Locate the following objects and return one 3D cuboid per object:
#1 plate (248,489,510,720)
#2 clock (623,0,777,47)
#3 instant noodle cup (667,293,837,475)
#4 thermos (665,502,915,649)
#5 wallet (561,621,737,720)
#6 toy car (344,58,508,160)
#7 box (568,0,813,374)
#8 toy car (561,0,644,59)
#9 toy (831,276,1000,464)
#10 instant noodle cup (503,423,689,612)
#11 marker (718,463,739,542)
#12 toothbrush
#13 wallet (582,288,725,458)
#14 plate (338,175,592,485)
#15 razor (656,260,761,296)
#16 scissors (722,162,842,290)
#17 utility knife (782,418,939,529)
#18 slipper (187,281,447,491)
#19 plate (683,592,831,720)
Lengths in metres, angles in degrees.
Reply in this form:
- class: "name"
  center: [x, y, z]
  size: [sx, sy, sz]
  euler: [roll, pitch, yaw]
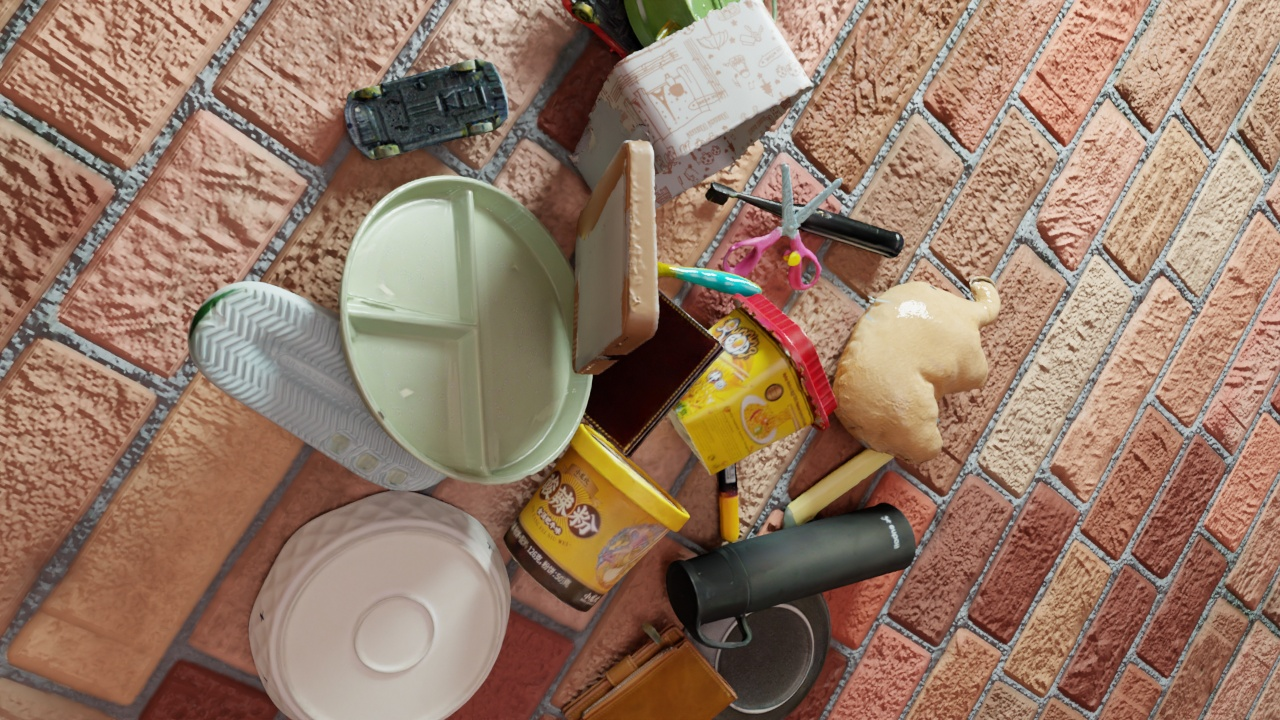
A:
- class: "plate"
  center: [-0.198, 0.209, 0.726]
  size: [0.204, 0.045, 0.205]
  euler: [-5, 101, -24]
- class: "clock"
  center: [0.057, -0.298, 0.741]
  size: [0.160, 0.056, 0.116]
  euler: [-15, 102, -42]
- class: "instant noodle cup"
  center: [0.084, 0.024, 0.788]
  size: [0.123, 0.116, 0.116]
  euler: [-33, 127, -5]
- class: "thermos"
  center: [0.146, 0.203, 0.863]
  size: [0.242, 0.069, 0.090]
  euler: [-10, 77, -25]
- class: "wallet"
  center: [0.007, 0.310, 0.836]
  size: [0.130, 0.035, 0.119]
  euler: [-37, 108, -2]
- class: "toy car"
  center: [-0.158, -0.187, 0.684]
  size: [0.120, 0.037, 0.054]
  euler: [-18, 107, -11]
- class: "box"
  center: [0.005, -0.128, 0.674]
  size: [0.132, 0.179, 0.271]
  euler: [30, 75, -9]
- class: "toy car"
  center: [-0.017, -0.274, 0.736]
  size: [0.106, 0.031, 0.049]
  euler: [29, 82, -38]
- class: "toy"
  center: [0.273, -0.013, 0.890]
  size: [0.143, 0.083, 0.225]
  euler: [41, 77, -15]
- class: "instant noodle cup"
  center: [-0.041, 0.131, 0.751]
  size: [0.118, 0.118, 0.114]
  euler: [42, 89, -25]
- class: "marker"
  center: [0.081, 0.109, 0.857]
  size: [0.018, 0.015, 0.124]
  euler: [-7, 99, -26]
- class: "toothbrush"
  center: [0.153, -0.130, 0.845]
  size: [0.212, 0.027, 0.026]
  euler: [11, 49, -25]
- class: "wallet"
  center: [-0.004, 0.004, 0.754]
  size: [0.096, 0.020, 0.122]
  euler: [42, 94, 18]
- class: "plate"
  center: [-0.123, -0.022, 0.678]
  size: [0.230, 0.028, 0.230]
  euler: [16, 68, -46]
- class: "razor"
  center: [0.045, -0.072, 0.800]
  size: [0.132, 0.028, 0.043]
  euler: [7, 109, -21]
- class: "scissors"
  center: [0.126, -0.114, 0.821]
  size: [0.131, 0.017, 0.133]
  euler: [-17, 126, -7]
- class: "utility knife"
  center: [0.222, 0.109, 0.919]
  size: [0.208, 0.021, 0.031]
  euler: [-30, 113, -11]
- class: "slipper"
  center: [-0.212, 0.019, 0.668]
  size: [0.245, 0.074, 0.104]
  euler: [35, 87, -42]
- class: "plate"
  center: [0.118, 0.287, 0.898]
  size: [0.179, 0.024, 0.179]
  euler: [-4, 101, -24]
